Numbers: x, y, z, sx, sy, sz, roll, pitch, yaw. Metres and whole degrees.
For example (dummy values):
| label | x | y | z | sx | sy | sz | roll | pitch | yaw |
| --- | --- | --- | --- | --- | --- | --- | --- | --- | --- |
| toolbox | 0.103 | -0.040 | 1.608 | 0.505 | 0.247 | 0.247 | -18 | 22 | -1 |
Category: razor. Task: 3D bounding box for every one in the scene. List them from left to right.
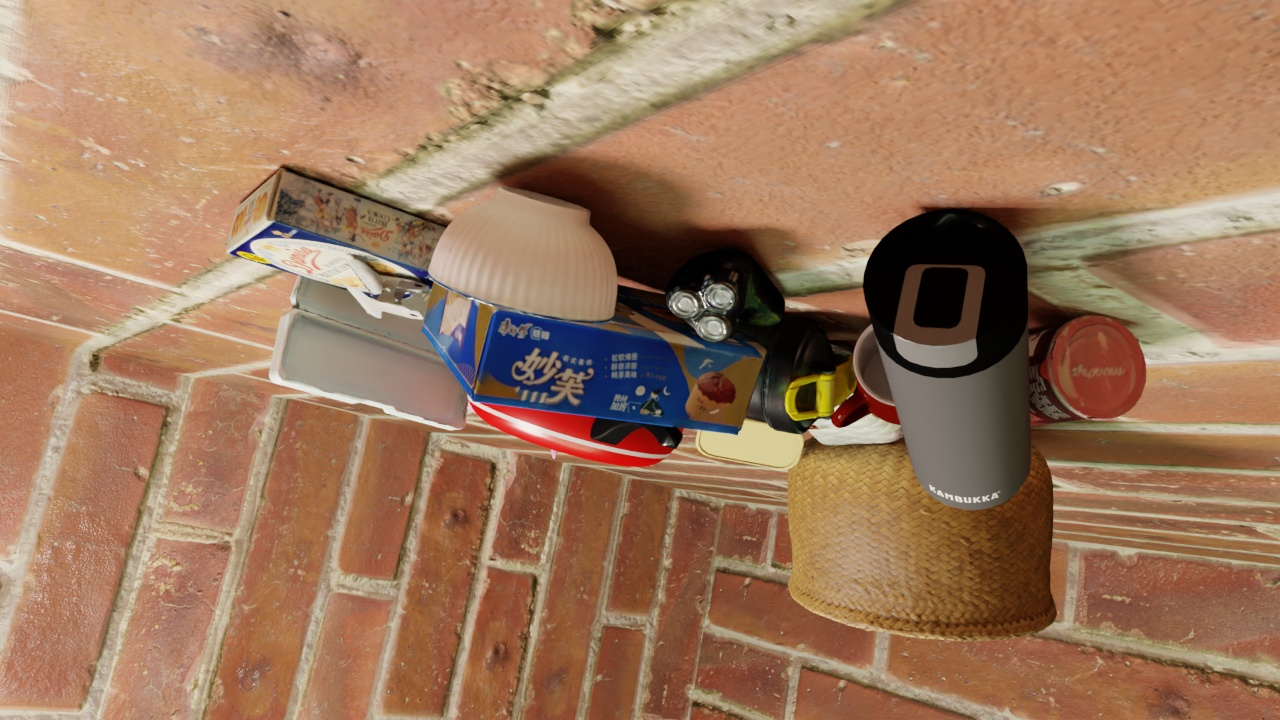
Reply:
| label | x | y | z | sx | sy | sz | roll | pitch | yaw |
| --- | --- | --- | --- | --- | --- | --- | --- | --- | --- |
| razor | 0.067 | -0.039 | 0.644 | 0.054 | 0.067 | 0.151 | -9 | 169 | 25 |

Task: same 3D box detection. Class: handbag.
| label | x | y | z | sx | sy | sz | roll | pitch | yaw |
| --- | --- | --- | --- | --- | --- | --- | --- | --- | --- |
| handbag | 0.183 | 0.038 | 0.900 | 0.139 | 0.072 | 0.194 | 4 | 168 | 29 |

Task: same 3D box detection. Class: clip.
| label | x | y | z | sx | sy | sz | roll | pitch | yaw |
| --- | --- | --- | --- | --- | --- | --- | --- | --- | --- |
| clip | -0.196 | -0.043 | 0.711 | 0.058 | 0.050 | 0.102 | 21 | 169 | -1 |

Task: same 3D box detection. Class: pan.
| label | x | y | z | sx | sy | sz | roll | pitch | yaw |
| --- | --- | --- | --- | --- | --- | --- | --- | --- | --- |
| pan | -0.040 | 0.055 | 0.799 | 0.208 | 0.067 | 0.356 | 16 | -178 | -20 |

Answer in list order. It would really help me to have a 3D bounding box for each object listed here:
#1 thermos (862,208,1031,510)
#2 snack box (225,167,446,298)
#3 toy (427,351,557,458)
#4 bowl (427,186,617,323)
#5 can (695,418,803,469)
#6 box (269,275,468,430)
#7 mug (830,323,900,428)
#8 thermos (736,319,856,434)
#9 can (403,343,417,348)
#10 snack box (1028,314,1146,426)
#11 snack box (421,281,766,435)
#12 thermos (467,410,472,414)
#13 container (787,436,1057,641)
| label | x | y | z | sx | sy | sz | roll | pitch | yaw |
| --- | --- | --- | --- | --- | --- | --- | --- | --- | --- |
| thermos | 0.198 | 0.012 | 0.572 | 0.082 | 0.082 | 0.240 | 5 | 153 | 26 |
| snack box | -0.233 | -0.091 | 0.718 | 0.145 | 0.042 | 0.145 | 17 | 167 | -33 |
| toy | -0.164 | 0.031 | 1.117 | 0.222 | 0.120 | 0.171 | 17 | -179 | -15 |
| bowl | -0.066 | -0.070 | 0.566 | 0.118 | 0.062 | 0.118 | 14 | -167 | -4 |
| can | 0.125 | 0.068 | 1.047 | 0.116 | 0.057 | 0.092 | 10 | -150 | 1 |
| box | -0.231 | -0.019 | 0.842 | 0.041 | 0.134 | 0.196 | -3 | 163 | 42 |
| mug | 0.195 | 0.019 | 0.725 | 0.073 | 0.106 | 0.082 | 52 | -175 | 21 |
| thermos | 0.070 | 0.005 | 0.797 | 0.221 | 0.098 | 0.098 | 10 | 170 | 28 |
| can | -0.274 | -0.035 | 1.022 | 0.054 | 0.054 | 0.097 | 20 | 166 | -41 |
| snack box | 0.295 | 0.013 | 0.668 | 0.072 | 0.072 | 0.121 | 12 | 170 | -8 |
| snack box | -0.038 | -0.015 | 0.666 | 0.202 | 0.069 | 0.155 | 10 | -167 | -28 |
| thermos | -0.319 | 0.015 | 1.254 | 0.082 | 0.082 | 0.231 | 2 | 167 | 37 |
| container | 0.313 | 0.178 | 1.043 | 0.307 | 0.196 | 0.307 | -2 | -178 | 0 |
